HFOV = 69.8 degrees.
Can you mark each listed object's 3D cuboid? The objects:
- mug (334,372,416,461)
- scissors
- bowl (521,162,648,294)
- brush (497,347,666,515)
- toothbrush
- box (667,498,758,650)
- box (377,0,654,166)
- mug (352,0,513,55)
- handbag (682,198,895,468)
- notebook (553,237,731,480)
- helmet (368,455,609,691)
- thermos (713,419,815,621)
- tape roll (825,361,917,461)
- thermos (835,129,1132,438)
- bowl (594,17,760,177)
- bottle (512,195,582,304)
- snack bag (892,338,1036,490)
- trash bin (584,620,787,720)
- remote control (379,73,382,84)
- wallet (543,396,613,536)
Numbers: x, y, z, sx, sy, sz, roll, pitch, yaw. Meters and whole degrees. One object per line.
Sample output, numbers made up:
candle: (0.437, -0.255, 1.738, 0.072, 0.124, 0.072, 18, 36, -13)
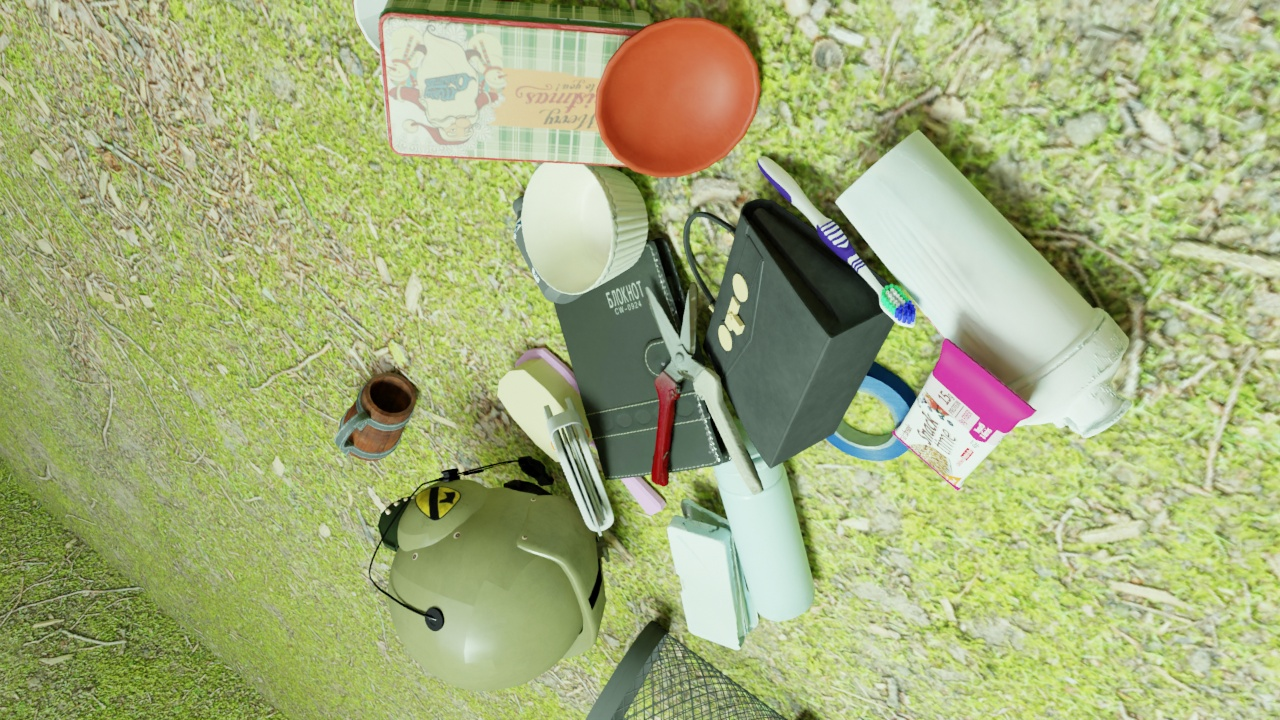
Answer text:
mug: (-0.350, 0.080, 1.185, 0.081, 0.117, 0.111, 45, 136, 2)
scissors: (0.047, 0.039, 0.787, 0.179, 0.015, 0.199, 40, 127, 25)
bowl: (-0.042, -0.117, 0.786, 0.115, 0.062, 0.115, 14, 111, 43)
brush: (-0.062, 0.088, 1.000, 0.228, 0.043, 0.089, 49, 139, -2)
toothbrush: (0.136, -0.090, 0.653, 0.186, 0.015, 0.016, 56, 172, 31)
box: (0.078, 0.233, 0.975, 0.083, 0.067, 0.199, 37, 150, 43)
box: (-0.092, -0.211, 0.700, 0.205, 0.050, 0.118, 2, 133, -7)
mug: (-0.178, -0.301, 0.745, 0.116, 0.096, 0.081, 44, 139, 2)
handbag: (0.093, -0.046, 0.734, 0.195, 0.072, 0.176, 53, 153, 26)
notebook: (-0.005, 0.005, 0.854, 0.170, 0.029, 0.209, -14, 96, 47)
helmet: (-0.151, 0.239, 1.019, 0.233, 0.254, 0.250, 13, 131, 37)
thermos: (0.118, 0.153, 0.884, 0.078, 0.065, 0.207, -118, 9, -63)
tape roll: (0.188, 0.044, 0.772, 0.091, 0.016, 0.093, 44, 139, 3)
thermos: (0.231, -0.049, 0.615, 0.220, 0.099, 0.100, 51, 140, 4)
bowl: (0.024, -0.196, 0.670, 0.035, 0.122, 0.122, -108, 17, -47)
bottle: (-0.088, -0.105, 0.853, 0.112, 0.046, 0.047, 61, 143, 19)
snack bag: (0.221, 0.046, 0.651, 0.070, 0.016, 0.197, 45, 168, 19)
trash bin: (0.054, 0.464, 1.081, 0.227, 0.217, 0.218, 29, 137, 13)
remote control: (-0.197, -0.258, 0.861, 0.124, 0.011, 0.028, 10, 128, 35)
wallet: (-0.058, 0.109, 0.903, 0.115, 0.037, 0.118, -116, 7, -53)
